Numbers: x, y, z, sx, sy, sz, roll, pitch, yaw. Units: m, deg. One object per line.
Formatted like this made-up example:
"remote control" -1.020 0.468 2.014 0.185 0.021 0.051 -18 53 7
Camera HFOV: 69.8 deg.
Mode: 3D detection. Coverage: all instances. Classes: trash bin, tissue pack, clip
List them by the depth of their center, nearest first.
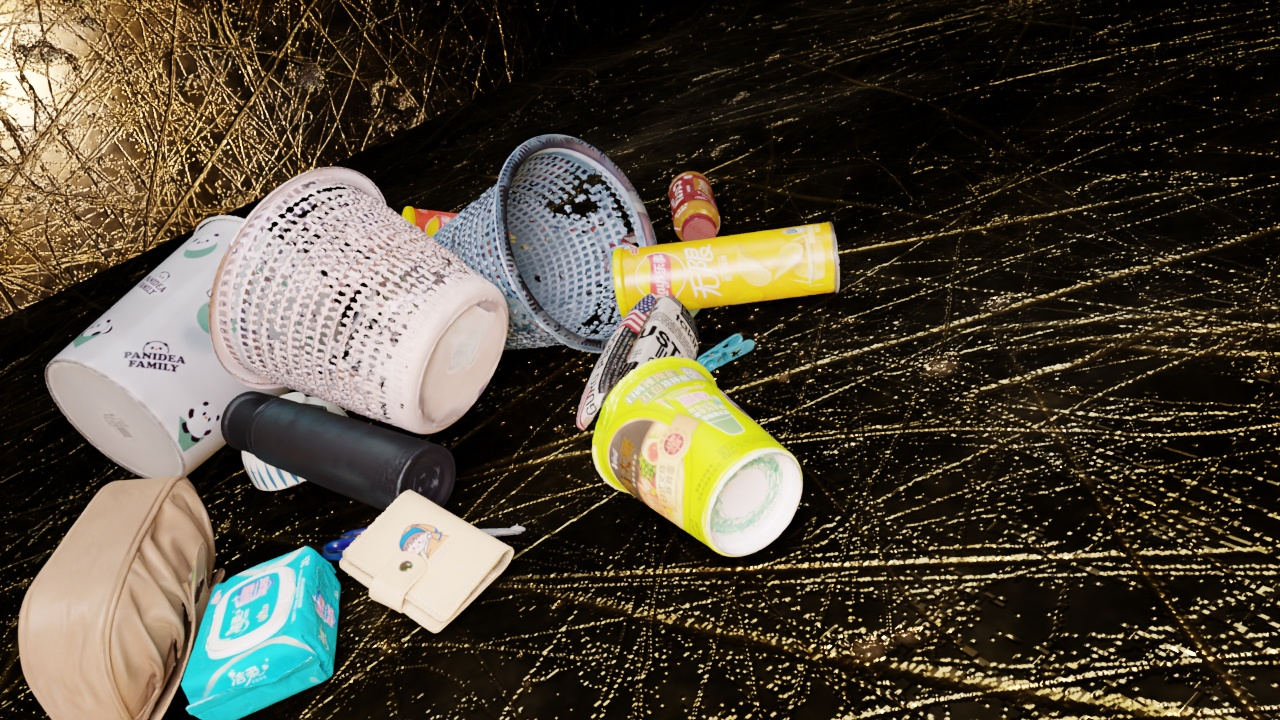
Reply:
"tissue pack" -0.275 0.200 0.674 0.093 0.050 0.133 -23 26 -5
"trash bin" -0.239 -0.038 0.846 0.192 0.228 0.226 26 45 17
"clip" 0.077 -0.007 0.849 0.056 0.014 0.039 -27 26 -15
"trash bin" -0.123 -0.101 0.982 0.196 0.226 0.225 -15 24 41
"trash bin" -0.521 -0.008 1.078 0.230 0.230 0.251 -3 36 33

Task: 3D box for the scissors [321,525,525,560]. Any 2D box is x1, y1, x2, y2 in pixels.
"scissors" -0.177 0.144 0.729 0.175 0.012 0.107 -4 8 39

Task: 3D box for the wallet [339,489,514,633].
"wallet" -0.165 0.150 0.691 0.115 0.024 0.087 22 54 30

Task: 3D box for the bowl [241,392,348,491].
"bowl" -0.365 0.076 0.961 0.116 0.066 0.116 -17 27 9

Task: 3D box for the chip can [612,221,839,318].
"chip can" 0.082 -0.087 0.893 0.213 0.072 0.072 -6 28 7

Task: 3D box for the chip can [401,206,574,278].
"chip can" -0.182 -0.141 1.119 0.216 0.073 0.073 3 17 -24

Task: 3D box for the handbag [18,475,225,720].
"handbag" -0.376 0.180 0.691 0.099 0.148 0.204 -3 25 -9

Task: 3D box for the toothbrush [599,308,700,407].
"toothbrush" 0.017 -0.021 0.905 0.027 0.027 0.223 26 45 16

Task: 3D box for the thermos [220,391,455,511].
"thermos" -0.273 0.075 0.837 0.243 0.068 0.089 14 28 31

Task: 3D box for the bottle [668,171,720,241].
"bottle" 0.068 -0.186 1.145 0.057 0.057 0.174 -18 27 8

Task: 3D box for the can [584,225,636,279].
"can" -0.031 -0.123 1.104 0.053 0.053 0.132 -26 26 -9

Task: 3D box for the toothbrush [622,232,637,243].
"toothbrush" -0.070 -0.154 1.233 0.188 0.017 0.016 -10 29 24

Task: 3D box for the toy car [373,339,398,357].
"toy car" -0.272 -0.001 1.077 0.106 0.031 0.049 -2 33 36

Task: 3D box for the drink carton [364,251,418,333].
"drink carton" -0.284 -0.085 1.140 0.046 0.122 0.053 -15 24 35

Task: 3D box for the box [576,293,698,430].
"box" -0.009 0.004 0.819 0.088 0.076 0.162 -12 35 34

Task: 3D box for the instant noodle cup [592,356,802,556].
"instant noodle cup" 0.044 0.070 0.631 0.111 0.112 0.123 -31 35 -18
